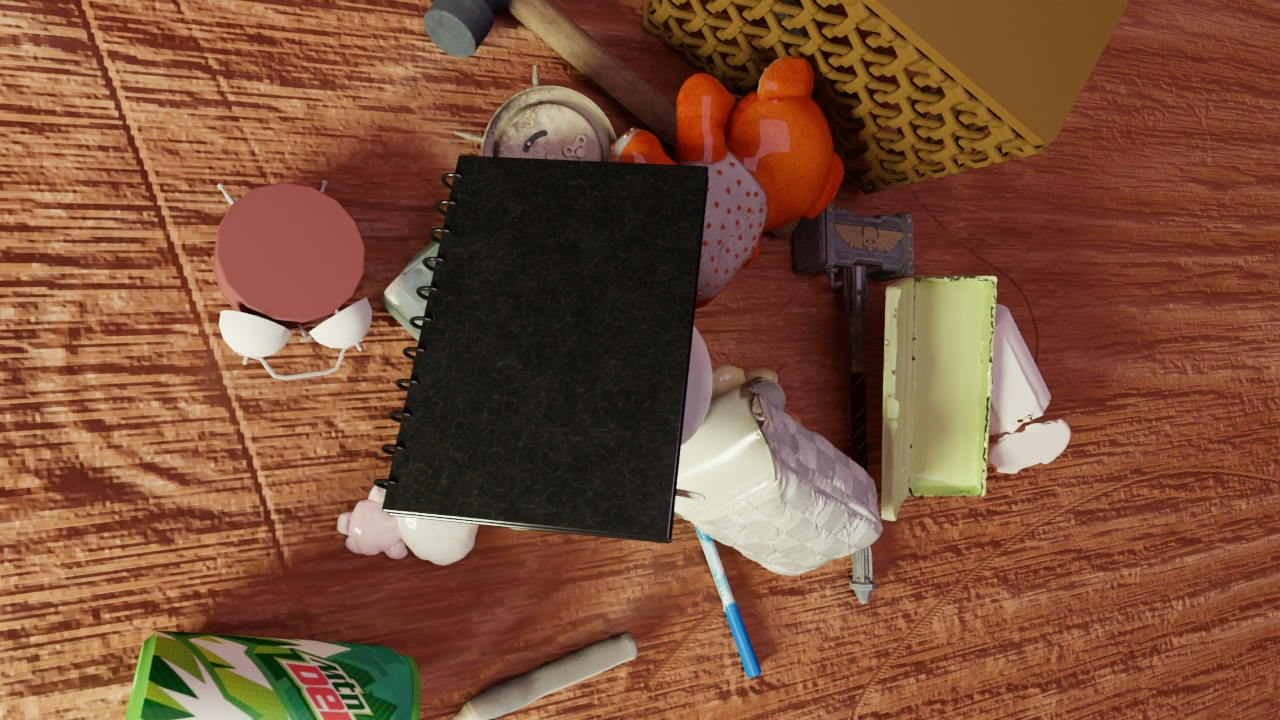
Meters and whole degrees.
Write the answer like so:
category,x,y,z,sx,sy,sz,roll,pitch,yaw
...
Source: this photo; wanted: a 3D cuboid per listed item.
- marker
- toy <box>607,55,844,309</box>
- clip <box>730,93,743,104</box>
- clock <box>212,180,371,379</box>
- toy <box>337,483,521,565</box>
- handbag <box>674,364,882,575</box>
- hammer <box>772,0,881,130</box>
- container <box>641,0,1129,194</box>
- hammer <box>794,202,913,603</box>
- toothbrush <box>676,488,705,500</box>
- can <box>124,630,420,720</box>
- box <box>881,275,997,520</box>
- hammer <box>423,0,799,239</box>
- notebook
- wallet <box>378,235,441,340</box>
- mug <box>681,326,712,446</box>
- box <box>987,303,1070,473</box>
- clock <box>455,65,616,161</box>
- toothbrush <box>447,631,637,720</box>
category,x,y,z,sx,sy,sz,roll,pitch,yaw
marker,0.063,0.171,0.691,0.013,0.013,0.142,-21,93,-28
toy,0.064,-0.127,0.652,0.172,0.093,0.164,-39,134,-11
clip,0.060,-0.206,0.739,0.051,0.045,0.014,9,74,17
clock,-0.212,-0.051,0.557,0.087,0.044,0.124,-8,87,-28
toy,-0.127,0.091,0.583,0.125,0.037,0.076,-20,104,-6
handbag,0.089,0.078,0.664,0.171,0.113,0.123,37,33,-31
hammer,0.098,-0.316,0.766,0.317,0.028,0.146,47,71,-14
container,0.183,-0.292,0.665,0.251,0.214,0.219,32,83,-17
hammer,0.180,0.035,0.757,0.098,0.044,0.322,2,85,-28
toothbrush,-0.019,0.069,0.566,0.010,0.182,0.010,-49,118,-27
can,-0.202,0.197,0.507,0.144,0.083,0.083,13,77,-26
box,0.230,0.025,0.742,0.133,0.061,0.188,-10,104,-33
hammer,0.002,-0.197,0.696,0.321,0.040,0.129,36,65,-20
notebook,-0.054,-0.017,0.540,0.169,0.019,0.231,4,69,8
wallet,-0.098,-0.024,0.610,0.131,0.054,0.100,52,53,-12
mug,-0.004,0.003,0.596,0.094,0.068,0.115,35,65,-39
box,0.315,0.031,0.801,0.081,0.091,0.160,-31,101,3
clock,-0.055,-0.126,0.640,0.093,0.054,0.141,-41,109,-4
toothbrush,-0.085,0.220,0.601,0.185,0.024,0.022,-16,52,-28
